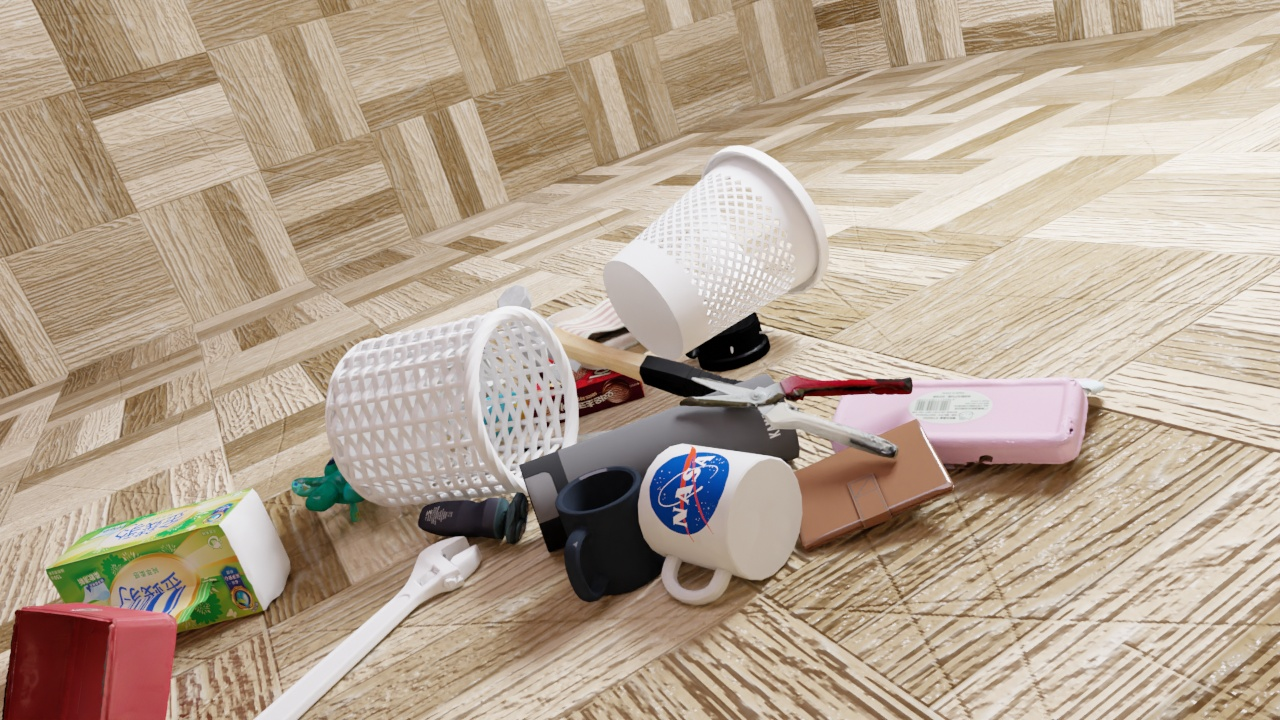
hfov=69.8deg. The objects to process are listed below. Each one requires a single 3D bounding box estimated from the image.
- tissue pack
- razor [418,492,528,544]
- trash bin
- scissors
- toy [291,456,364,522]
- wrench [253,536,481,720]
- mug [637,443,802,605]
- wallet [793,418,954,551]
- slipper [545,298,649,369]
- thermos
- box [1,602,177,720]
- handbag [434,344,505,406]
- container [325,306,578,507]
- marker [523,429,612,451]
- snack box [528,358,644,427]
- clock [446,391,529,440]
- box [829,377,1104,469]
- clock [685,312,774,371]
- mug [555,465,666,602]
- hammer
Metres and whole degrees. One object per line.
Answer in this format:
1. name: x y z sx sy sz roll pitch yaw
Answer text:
1. tissue pack: -0.458 0.216 0.871 0.198 0.120 0.141 -21 18 10
2. razor: -0.162 0.151 0.875 0.143 0.052 0.047 -6 63 35
3. trash bin: 0.075 -0.111 1.056 0.199 0.195 0.196 -37 26 -21
4. scissors: 0.138 0.037 0.770 0.185 0.015 0.179 -25 41 -11
5. toy: -0.321 0.134 1.038 0.130 0.072 0.193 -16 11 0
6. wrench: -0.231 0.233 0.760 0.066 0.018 0.272 -3 26 38
7. mug: 0.056 0.128 0.701 0.090 0.091 0.121 3 64 46
8. wallet: 0.175 0.097 0.720 0.121 0.013 0.087 -26 32 12
9. slipper: -0.067 -0.043 1.190 0.115 0.052 0.263 -23 20 -17
10. thermos: 0.015 0.091 0.822 0.240 0.082 0.082 -20 20 -5
11. box: -0.454 0.256 0.683 0.157 0.156 0.170 -6 58 31
12. handbag: -0.276 0.022 1.270 0.151 0.074 0.176 -27 12 -8
13. container: -0.190 0.052 0.950 0.187 0.189 0.188 -10 21 26
14. marker: -0.069 0.087 1.015 0.152 0.011 0.011 -10 21 20
15. snack box: -0.068 0.022 1.150 0.133 0.036 0.152 -17 20 2
16. clock: -0.183 0.069 1.122 0.099 0.044 0.129 -9 14 24
17. box: 0.273 0.035 0.778 0.202 0.066 0.153 -2 25 37
18. clock: 0.102 -0.027 1.121 0.091 0.042 0.121 -27 21 -23
19. mug: -0.029 0.144 0.728 0.071 0.077 0.104 -8 22 27
20. hammer: -0.006 0.006 0.983 0.329 0.131 0.039 17 60 30
